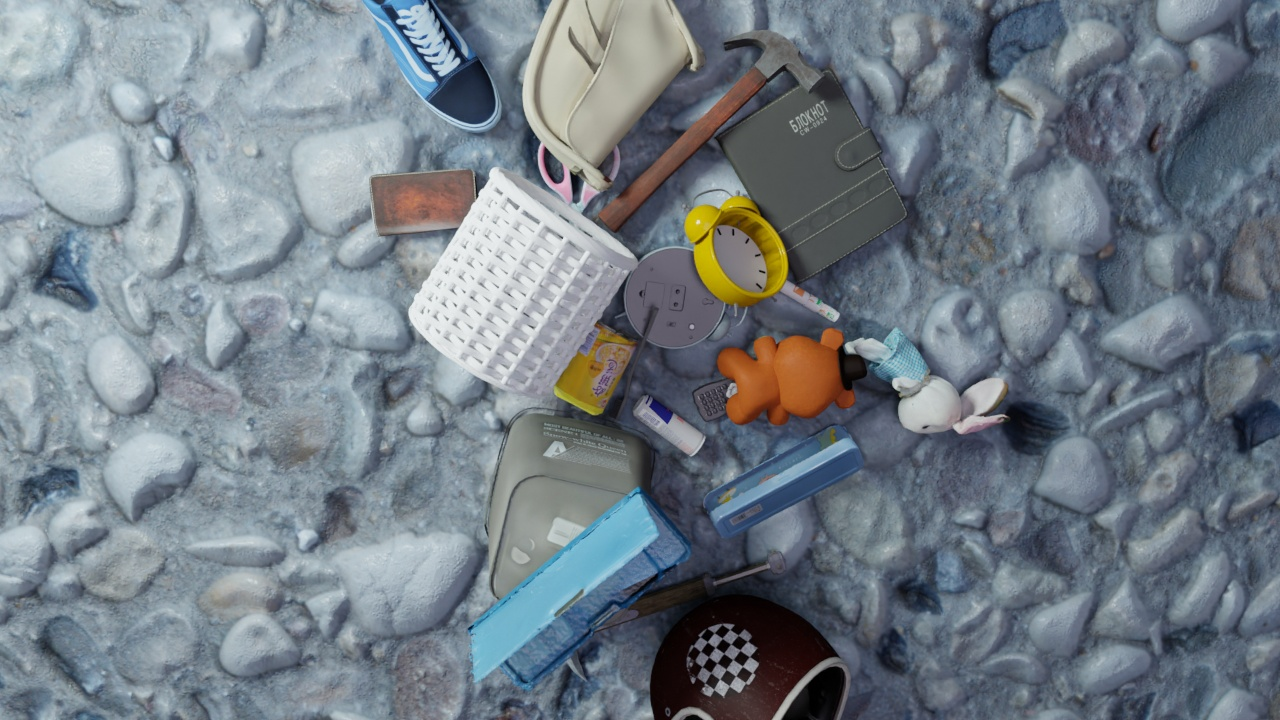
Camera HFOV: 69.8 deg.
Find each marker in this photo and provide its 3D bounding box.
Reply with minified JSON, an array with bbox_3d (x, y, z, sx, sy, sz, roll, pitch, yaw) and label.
[{"bbox_3d":[0.183,-0.089,1.136,0.145,0.017,0.017,30,96,-8],"label":"marker"}]

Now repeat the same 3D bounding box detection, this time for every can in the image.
[{"bbox_3d":[-0.054,0.007,1.109,0.067,0.067,0.105,27,96,-8],"label":"can"},{"bbox_3d":[0.035,0.081,1.146,0.095,0.032,0.032,36,95,-9],"label":"can"}]

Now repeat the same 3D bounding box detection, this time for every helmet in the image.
[{"bbox_3d":[0.137,0.412,1.102,0.233,0.254,0.233,-57,141,-10],"label":"helmet"}]

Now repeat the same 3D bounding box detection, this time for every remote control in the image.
[{"bbox_3d":[0.128,0.035,1.156,0.124,0.009,0.046,-24,100,0],"label":"remote control"}]

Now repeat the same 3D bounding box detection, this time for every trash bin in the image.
[{"bbox_3d":[-0.082,0.181,1.059,0.197,0.220,0.197,13,98,-6],"label":"trash bin"}]

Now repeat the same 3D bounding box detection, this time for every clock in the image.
[{"bbox_3d":[0.053,-0.076,1.116,0.159,0.045,0.122,7,99,-6],"label":"clock"},{"bbox_3d":[0.111,-0.133,1.081,0.113,0.052,0.152,-21,84,-36],"label":"clock"}]

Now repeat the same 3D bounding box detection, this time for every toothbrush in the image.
[{"bbox_3d":[-0.007,0.007,1.111,0.013,0.012,0.168,21,121,-1],"label":"toothbrush"}]

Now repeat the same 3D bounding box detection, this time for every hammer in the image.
[{"bbox_3d":[0.039,0.311,1.188,0.317,0.028,0.147,-18,106,0],"label":"hammer"},{"bbox_3d":[0.066,-0.265,1.081,0.301,0.028,0.111,-43,83,6],"label":"hammer"}]

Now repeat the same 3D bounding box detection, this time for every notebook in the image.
[{"bbox_3d":[0.212,-0.224,1.112,0.169,0.029,0.209,-31,102,2],"label":"notebook"}]

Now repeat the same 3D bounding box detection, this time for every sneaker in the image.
[{"bbox_3d":[-0.246,-0.360,1.019,0.083,0.098,0.241,-35,100,2],"label":"sneaker"}]

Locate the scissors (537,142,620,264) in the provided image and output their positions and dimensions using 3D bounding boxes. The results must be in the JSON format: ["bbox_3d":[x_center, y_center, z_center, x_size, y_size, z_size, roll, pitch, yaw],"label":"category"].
[{"bbox_3d":[-0.061,-0.187,1.105,0.108,0.016,0.179,-8,100,-3],"label":"scissors"}]

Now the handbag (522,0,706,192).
[{"bbox_3d":[-0.039,-0.330,1.022,0.184,0.132,0.229,38,93,-12],"label":"handbag"}]

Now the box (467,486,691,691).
[{"bbox_3d":[-0.059,0.239,0.901,0.231,0.110,0.094,-39,99,3],"label":"box"}]

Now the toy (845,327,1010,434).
[{"bbox_3d":[0.340,0.038,1.134,0.205,0.130,0.106,29,117,4],"label":"toy"}]

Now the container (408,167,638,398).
[{"bbox_3d":[-0.130,-0.085,1.023,0.189,0.189,0.187,33,101,-9],"label":"container"}]

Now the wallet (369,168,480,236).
[{"bbox_3d":[-0.255,-0.188,1.087,0.123,0.019,0.072,-5,100,-3],"label":"wallet"}]

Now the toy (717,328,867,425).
[{"bbox_3d":[0.183,0.022,1.108,0.176,0.096,0.112,-7,100,23],"label":"toy"}]

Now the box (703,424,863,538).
[{"bbox_3d":[0.180,0.151,1.174,0.210,0.064,0.069,-28,136,3],"label":"box"}]
